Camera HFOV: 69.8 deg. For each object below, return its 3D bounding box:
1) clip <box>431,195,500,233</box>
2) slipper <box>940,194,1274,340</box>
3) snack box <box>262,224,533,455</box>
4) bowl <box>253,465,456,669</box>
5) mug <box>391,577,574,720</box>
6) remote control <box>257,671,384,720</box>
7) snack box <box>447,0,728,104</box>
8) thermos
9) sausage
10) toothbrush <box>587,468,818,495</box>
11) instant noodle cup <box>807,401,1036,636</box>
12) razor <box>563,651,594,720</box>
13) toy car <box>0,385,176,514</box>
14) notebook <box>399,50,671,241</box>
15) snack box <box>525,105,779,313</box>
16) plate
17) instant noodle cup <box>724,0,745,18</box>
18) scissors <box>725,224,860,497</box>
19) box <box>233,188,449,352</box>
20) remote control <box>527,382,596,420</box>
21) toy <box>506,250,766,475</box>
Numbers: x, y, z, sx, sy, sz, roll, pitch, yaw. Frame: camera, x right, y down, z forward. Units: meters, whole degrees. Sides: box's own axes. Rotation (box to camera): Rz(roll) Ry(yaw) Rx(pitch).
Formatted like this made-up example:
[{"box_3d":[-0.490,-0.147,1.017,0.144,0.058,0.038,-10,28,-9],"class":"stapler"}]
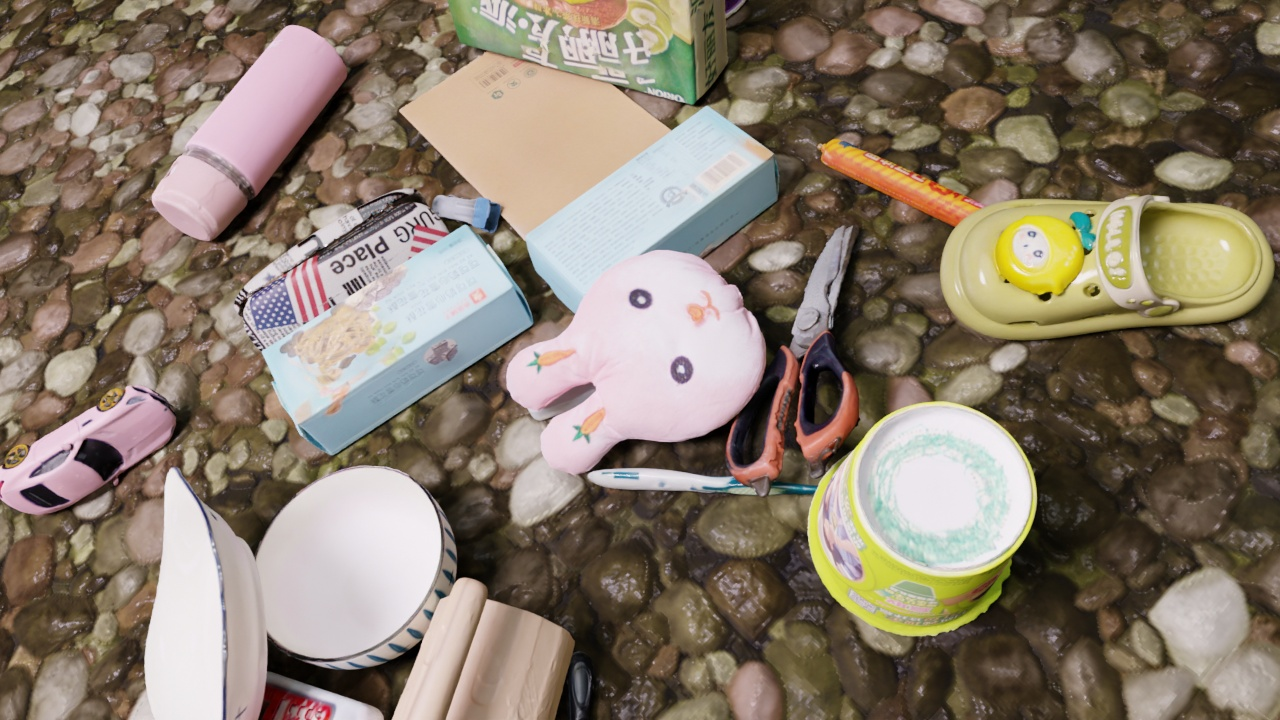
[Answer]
[{"box_3d":[-0.136,-0.116,0.714,0.058,0.038,0.026,14,97,24],"class":"clip"},{"box_3d":[0.280,-0.065,0.545,0.191,0.081,0.091,-1,73,8],"class":"slipper"},{"box_3d":[-0.168,-0.016,0.642,0.174,0.052,0.074,-34,57,-8],"class":"snack box"},{"box_3d":[-0.161,0.128,0.546,0.116,0.066,0.116,-5,59,9],"class":"bowl"},{"box_3d":[-0.089,0.177,0.466,0.084,0.125,0.103,9,60,14],"class":"mug"},{"box_3d":[-0.187,0.204,0.496,0.136,0.020,0.055,-8,52,45],"class":"remote control"},{"box_3d":[-0.050,-0.295,0.738,0.240,0.115,0.063,21,60,20],"class":"snack box"},{"box_3d":[-0.337,-0.192,0.787,0.087,0.067,0.198,-2,55,49],"class":"thermos"},{"box_3d":[0.191,-0.118,0.638,0.165,0.021,0.021,34,72,28],"class":"sausage"},{"box_3d":[0.060,0.073,0.558,0.192,0.016,0.018,1,50,13],"class":"toothbrush"},{"box_3d":[0.142,0.077,0.461,0.112,0.123,0.111,-3,70,8],"class":"instant noodle cup"},{"box_3d":[-0.031,0.225,0.483,0.042,0.022,0.142,9,51,-21],"class":"razor"},{"box_3d":[-0.385,0.065,0.642,0.122,0.056,0.037,-34,54,-9],"class":"toy car"},{"box_3d":[-0.091,-0.197,0.760,0.147,0.008,0.207,-38,59,-11],"class":"notebook"},{"box_3d":[0.011,-0.102,0.653,0.174,0.052,0.074,-38,57,-11],"class":"snack box"},{"box_3d":[-0.241,0.156,0.512,0.164,0.034,0.164,31,112,48],"class":"plate"},{"box_3d":[0.034,-0.352,0.771,0.112,0.099,0.111,-7,59,11],"class":"instant noodle cup"},{"box_3d":[0.117,-0.014,0.572,0.208,0.015,0.185,-45,29,-3],"class":"scissors"},{"box_3d":[-0.215,-0.059,0.680,0.163,0.076,0.087,-33,77,-11],"class":"box"},{"box_3d":[-0.022,-0.002,0.617,0.125,0.024,0.049,-20,59,0],"class":"remote control"},{"box_3d":[-0.003,0.003,0.573,0.159,0.054,0.121,-32,79,4],"class":"toy"}]
